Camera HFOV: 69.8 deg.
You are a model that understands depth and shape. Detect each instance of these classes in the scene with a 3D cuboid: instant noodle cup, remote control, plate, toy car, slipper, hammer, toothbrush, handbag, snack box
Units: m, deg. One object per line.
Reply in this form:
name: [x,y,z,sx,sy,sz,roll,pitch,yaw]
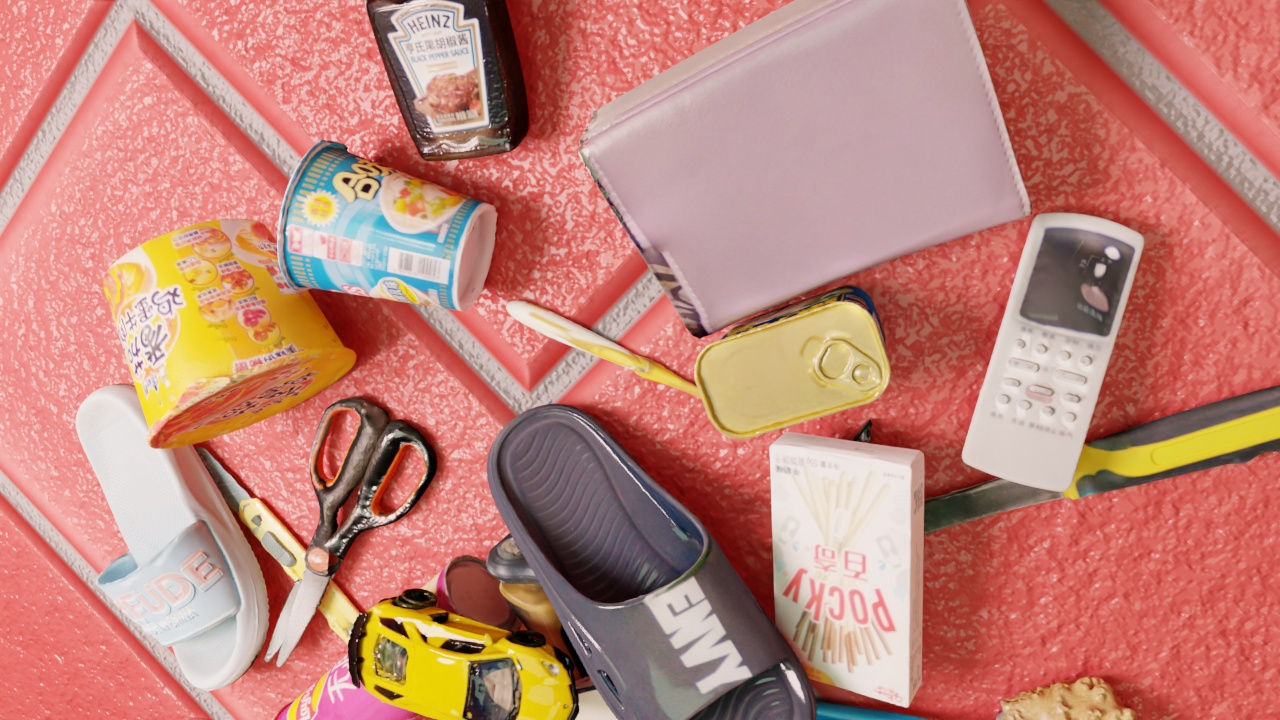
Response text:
instant noodle cup: [-0.274,-0.021,0.604,0.138,0.137,0.110,-28,86,19]
remote control: [0.224,-0.006,0.500,0.058,0.021,0.150,16,91,18]
plate: [0.005,0.290,0.607,0.205,0.045,0.205,1,105,4]
instant noodle cup: [-0.153,-0.078,0.577,0.110,0.099,0.099,15,106,4]
toy car: [-0.111,0.193,0.570,0.156,0.041,0.071,11,97,21]
slipper: [-0.359,0.136,0.684,0.104,0.074,0.245,-20,96,26]
hammer: [0.259,0.059,0.523,0.324,0.031,0.126,-21,97,19]
toothbrush: [-0.003,0.003,0.589,0.191,0.018,0.016,25,106,9]
slipper: [-0.004,0.130,0.544,0.110,0.083,0.268,-36,72,-12]
handbag: [0.088,-0.111,0.496,0.197,0.098,0.145,-22,112,18]
snack box: [0.122,0.123,0.544,0.085,0.026,0.157,6,110,32]

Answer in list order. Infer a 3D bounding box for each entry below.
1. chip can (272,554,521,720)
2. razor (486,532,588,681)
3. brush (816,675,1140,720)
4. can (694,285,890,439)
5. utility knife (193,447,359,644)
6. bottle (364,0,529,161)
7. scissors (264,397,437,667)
chip can: [-0.179,0.227,0.661,0.211,0.071,0.071,-42,89,20]
razor: [-0.048,0.189,0.627,0.068,0.062,0.167,-11,106,41]
brush: [0.189,0.235,0.583,0.255,0.045,0.083,-2,106,20]
can: [0.090,-0.002,0.528,0.102,0.083,0.057,-19,97,18]
utility knife: [-0.274,0.142,0.701,0.031,0.022,0.210,-42,84,15]
bottle: [-0.120,-0.213,0.523,0.080,0.043,0.195,-3,124,14]
scissors: [-0.215,0.141,0.669,0.142,0.021,0.235,9,100,11]
